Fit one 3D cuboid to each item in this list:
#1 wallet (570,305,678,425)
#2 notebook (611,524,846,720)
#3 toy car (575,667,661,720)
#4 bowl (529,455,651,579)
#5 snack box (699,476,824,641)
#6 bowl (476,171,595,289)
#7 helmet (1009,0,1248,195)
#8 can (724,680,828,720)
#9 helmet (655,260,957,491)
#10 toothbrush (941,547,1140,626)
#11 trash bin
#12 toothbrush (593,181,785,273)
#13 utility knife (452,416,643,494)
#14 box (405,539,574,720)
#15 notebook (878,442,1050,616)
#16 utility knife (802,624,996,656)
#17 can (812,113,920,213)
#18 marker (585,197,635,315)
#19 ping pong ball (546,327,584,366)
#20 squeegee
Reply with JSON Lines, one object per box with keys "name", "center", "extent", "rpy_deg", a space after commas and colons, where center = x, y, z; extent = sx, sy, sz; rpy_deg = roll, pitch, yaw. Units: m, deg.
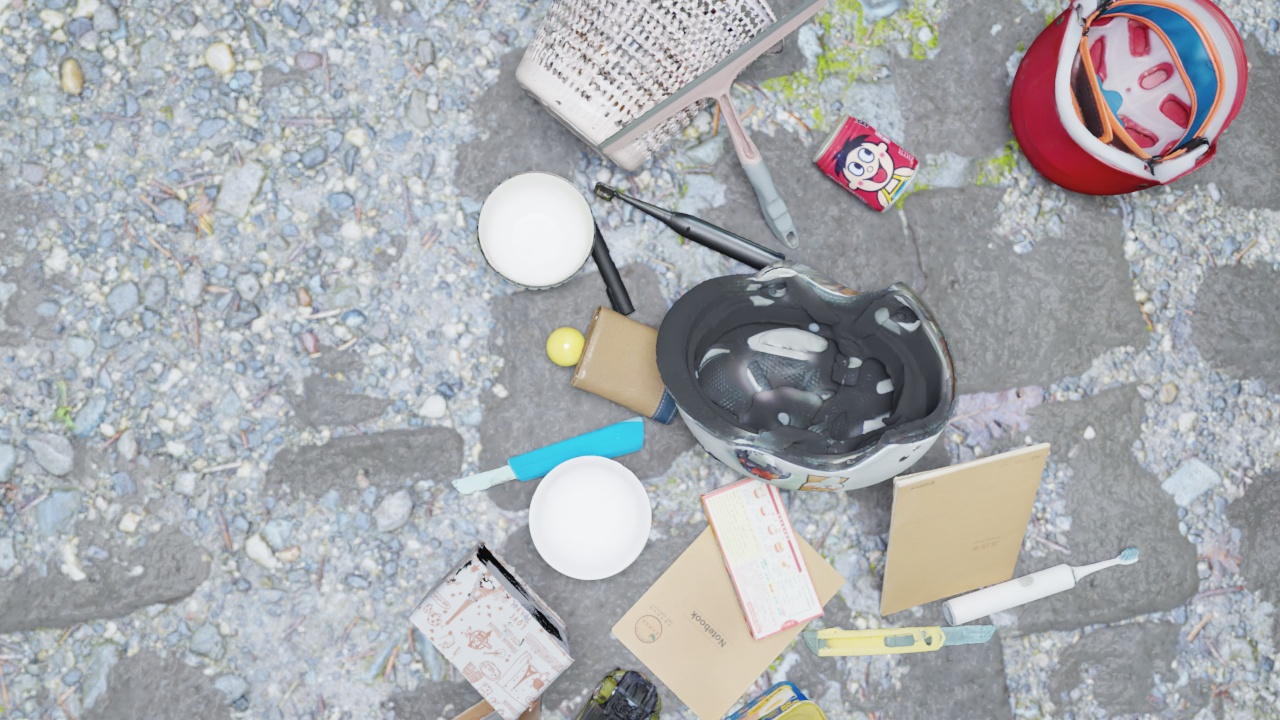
{"name": "wallet", "center": [-0.006, 0.005, 0.928], "extent": [0.115, 0.033, 0.090], "rpy_deg": [22, 81, -21]}
{"name": "notebook", "center": [0.092, 0.253, 0.948], "extent": [0.148, 0.008, 0.207], "rpy_deg": [45, 84, -1]}
{"name": "toy car", "center": [-0.042, 0.380, 0.912], "extent": [0.070, 0.042, 0.158], "rpy_deg": [39, 83, -1]}
{"name": "bowl", "center": [-0.051, 0.154, 0.914], "extent": [0.118, 0.065, 0.118], "rpy_deg": [0, 86, -6]}
{"name": "snack box", "center": [0.123, 0.198, 0.936], "extent": [0.077, 0.027, 0.155], "rpy_deg": [-20, 88, -6]}
{"name": "bowl", "center": [-0.105, -0.126, 0.926], "extent": [0.116, 0.066, 0.116], "rpy_deg": [0, 87, -6]}
{"name": "helmet", "center": [0.486, -0.272, 0.950], "extent": [0.239, 0.144, 0.207], "rpy_deg": [-28, 89, -20]}
{"name": "can", "center": [0.131, 0.370, 0.906], "extent": [0.102, 0.083, 0.057], "rpy_deg": [-32, 89, -6]}
{"name": "helmet", "center": [0.155, 0.033, 0.888], "extent": [0.274, 0.157, 0.229], "rpy_deg": [3, 53, 8]}
{"name": "toothbrush", "center": [0.426, 0.235, 0.968], "extent": [0.221, 0.026, 0.026], "rpy_deg": [-16, 44, -5]}
{"name": "trash bin", "center": [-0.007, -0.300, 0.886], "extent": [0.227, 0.227, 0.192], "rpy_deg": [39, 97, -2]}
{"name": "toothbrush", "center": [0.050, -0.140, 0.960], "extent": [0.212, 0.026, 0.027], "rpy_deg": [23, 46, -3]}
{"name": "utility knife", "center": [-0.092, 0.101, 0.937], "extent": [0.204, 0.018, 0.034], "rpy_deg": [-16, 76, -5]}
{"name": "box", "center": [-0.167, 0.291, 0.841], "extent": [0.193, 0.183, 0.157], "rpy_deg": [-42, 90, -9]}
{"name": "notebook", "center": [0.312, 0.169, 0.899], "extent": [0.149, 0.012, 0.212], "rpy_deg": [-13, 132, -6]}
{"name": "utility knife", "center": [0.272, 0.291, 0.961], "extent": [0.206, 0.021, 0.031], "rpy_deg": [-2, 92, -9]}
{"name": "can", "center": [0.235, -0.207, 0.959], "extent": [0.094, 0.066, 0.066], "rpy_deg": [35, 84, -2]}
{"name": "marker", "center": [-0.041, -0.107, 0.953], "extent": [0.022, 0.020, 0.132], "rpy_deg": [-23, 89, -26]}
{"name": "ping pong ball", "center": [-0.076, -0.014, 0.934], "extent": [0.040, 0.040, 0.040], "rpy_deg": [0, 86, -5]}
{"name": "squeegee", "center": [0.108, -0.199, 0.900], "extent": [0.248, 0.249, 0.040], "rpy_deg": [-34, 45, 2]}
